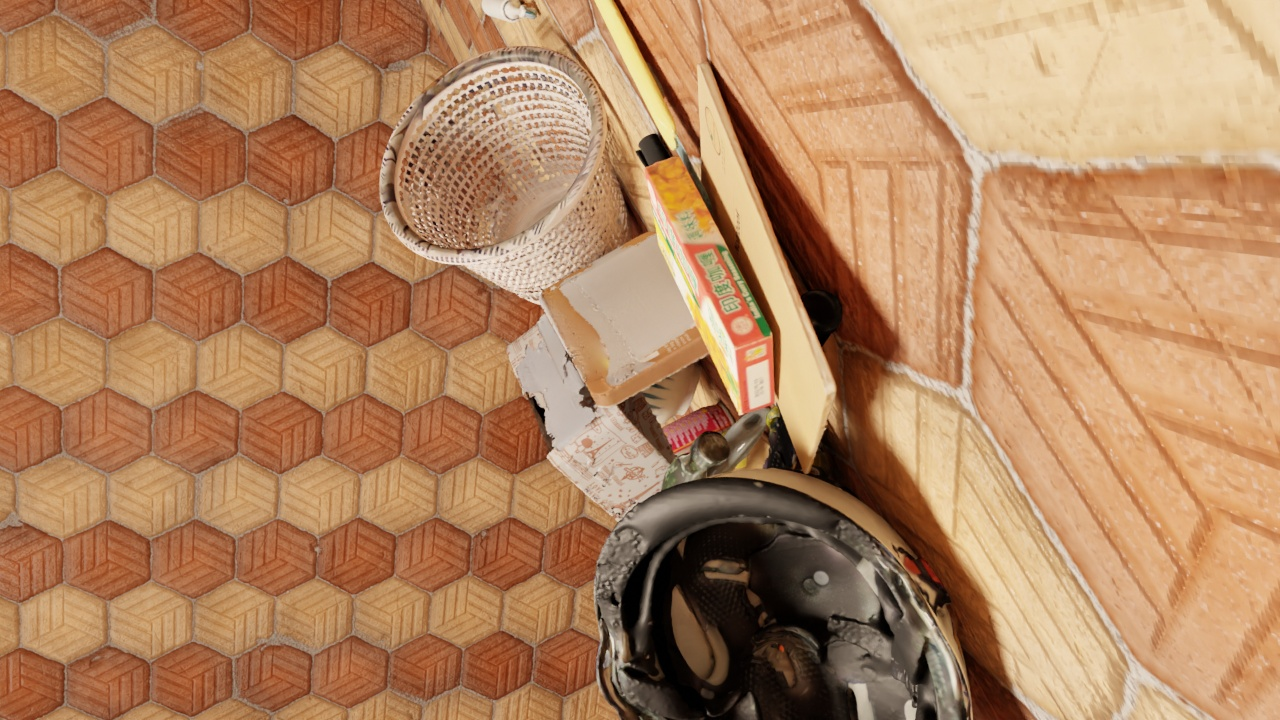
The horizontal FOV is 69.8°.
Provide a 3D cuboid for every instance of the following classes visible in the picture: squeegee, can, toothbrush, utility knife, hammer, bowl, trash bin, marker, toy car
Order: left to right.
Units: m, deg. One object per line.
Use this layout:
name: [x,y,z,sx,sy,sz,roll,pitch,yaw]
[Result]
toothbrush: [-0.144,-0.383,0.997,0.221,0.026,0.027,-129,49,-61]
trash bin: [-0.108,-0.157,0.903,0.227,0.227,0.192,60,-174,28]
utility knife: [0.004,-0.182,0.619,0.031,0.021,0.206,83,167,-74]
bowl: [0.026,0.021,1.001,0.066,0.116,0.116,19,177,-5]
marker: [0.034,-0.110,0.684,0.020,0.022,0.132,-8,-113,-57]
can: [0.058,0.091,0.988,0.066,0.093,0.066,62,174,10]
squeegee: [0.054,0.129,0.847,0.250,0.040,0.247,-63,38,38]
hammer: [0.094,0.224,0.735,0.323,0.031,0.126,65,149,23]
toothbrush: [0.098,-0.003,0.596,0.213,0.026,0.027,86,-175,-77]
toy car: [0.115,0.091,0.685,0.070,0.042,0.158,-106,12,-47]

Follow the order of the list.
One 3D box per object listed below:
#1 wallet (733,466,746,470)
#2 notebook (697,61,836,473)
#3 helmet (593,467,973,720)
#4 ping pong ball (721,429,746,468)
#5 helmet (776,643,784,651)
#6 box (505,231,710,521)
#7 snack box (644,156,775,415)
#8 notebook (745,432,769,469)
wallet: [0.132,0.171,1.007,0.090,0.033,0.115,77,166,-56]
notebook: [0.068,-0.049,0.537,0.148,0.008,0.207,78,175,-67]
helmet: [0.102,0.183,0.604,0.274,0.231,0.156,65,-153,-2]
ping pong ball: [0.095,0.087,0.908,0.040,0.040,0.040,62,174,11]
helmet: [0.156,0.370,0.883,0.240,0.144,0.206,48,-168,17]
box: [-0.004,0.003,0.842,0.157,0.193,0.183,50,-173,-42]
snack box: [0.044,-0.049,0.581,0.077,0.027,0.155,76,173,-56]
notebook: [0.124,0.160,0.783,0.211,0.012,0.149,-127,39,-70]
